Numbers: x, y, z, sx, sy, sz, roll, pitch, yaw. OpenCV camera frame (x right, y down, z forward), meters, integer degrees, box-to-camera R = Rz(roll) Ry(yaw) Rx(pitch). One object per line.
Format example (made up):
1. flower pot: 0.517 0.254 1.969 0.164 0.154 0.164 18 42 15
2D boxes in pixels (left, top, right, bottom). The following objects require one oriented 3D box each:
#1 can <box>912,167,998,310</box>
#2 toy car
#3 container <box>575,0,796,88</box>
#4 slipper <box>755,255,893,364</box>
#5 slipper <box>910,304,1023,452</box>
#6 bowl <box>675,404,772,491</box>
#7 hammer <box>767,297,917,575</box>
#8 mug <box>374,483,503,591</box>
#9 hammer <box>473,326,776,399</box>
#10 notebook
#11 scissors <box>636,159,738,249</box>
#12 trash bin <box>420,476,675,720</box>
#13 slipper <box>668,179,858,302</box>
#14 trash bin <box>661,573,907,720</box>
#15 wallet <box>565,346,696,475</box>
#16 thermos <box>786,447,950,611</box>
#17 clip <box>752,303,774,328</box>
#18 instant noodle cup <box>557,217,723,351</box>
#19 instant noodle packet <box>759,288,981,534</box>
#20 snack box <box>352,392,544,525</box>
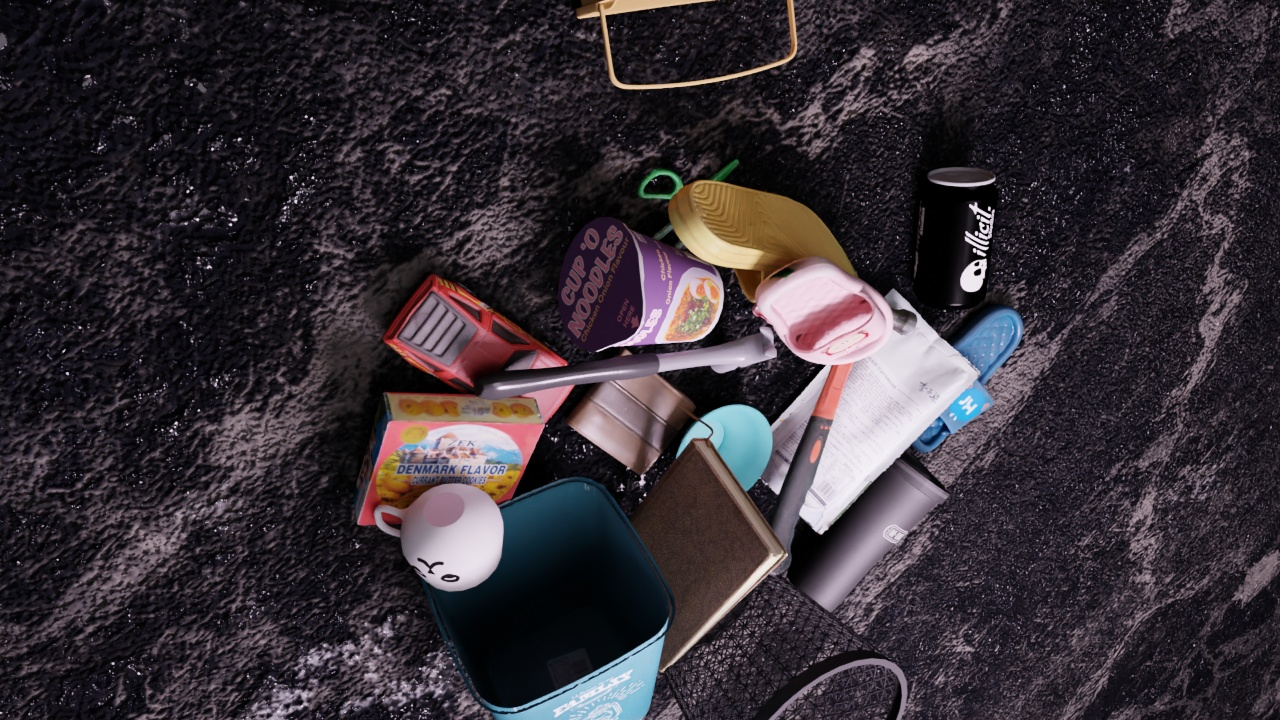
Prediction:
1. can: 0.351 -0.135 1.025 0.080 0.080 0.146 -14 118 -22
2. toy car: -0.141 -0.003 0.846 0.189 0.056 0.081 36 94 -37
3. container: 0.049 -0.317 0.759 0.183 0.129 0.167 -15 109 -21
4. slipper: 0.183 -0.040 0.906 0.107 0.055 0.221 -31 148 21
5. slipper: 0.402 0.022 1.137 0.103 0.059 0.213 38 90 -32
6. bowl: 0.081 0.095 1.009 0.121 0.046 0.121 -11 116 -23
7. hammer: 0.196 0.078 1.015 0.133 0.033 0.333 22 86 -20
8. mug: -0.183 0.151 0.820 0.124 0.090 0.076 10 139 13
9. hammer: -0.005 0.005 0.866 0.310 0.125 0.029 -8 83 -29
10. notebook: 0.035 0.183 0.945 0.034 0.190 0.216 -2 138 -44
11. scissors: 0.051 -0.149 0.904 0.129 0.012 0.117 -1 114 -29
12. trash bin: -0.082 0.272 0.902 0.196 0.199 0.219 -23 141 -17
13. slipper: 0.114 -0.110 0.901 0.262 0.099 0.079 6 149 -46
14. trash bin: 0.125 0.332 1.010 0.216 0.243 0.217 -15 123 -25
15. wallet: -0.008 0.055 0.957 0.121 0.027 0.098 38 89 -35
16. thermos: 0.276 0.205 1.132 0.105 0.106 0.219 31 101 -34
17. clip: 0.141 -0.047 0.994 0.023 0.050 0.058 -56 166 7
18. instant noodle cup: 0.011 -0.060 0.861 0.121 0.137 0.122 6 118 -39
19. instant noodle packet: 0.254 0.062 1.072 0.147 0.057 0.269 44 88 -6
20. snack box: -0.179 0.092 0.848 0.142 0.040 0.145 4 132 -28
